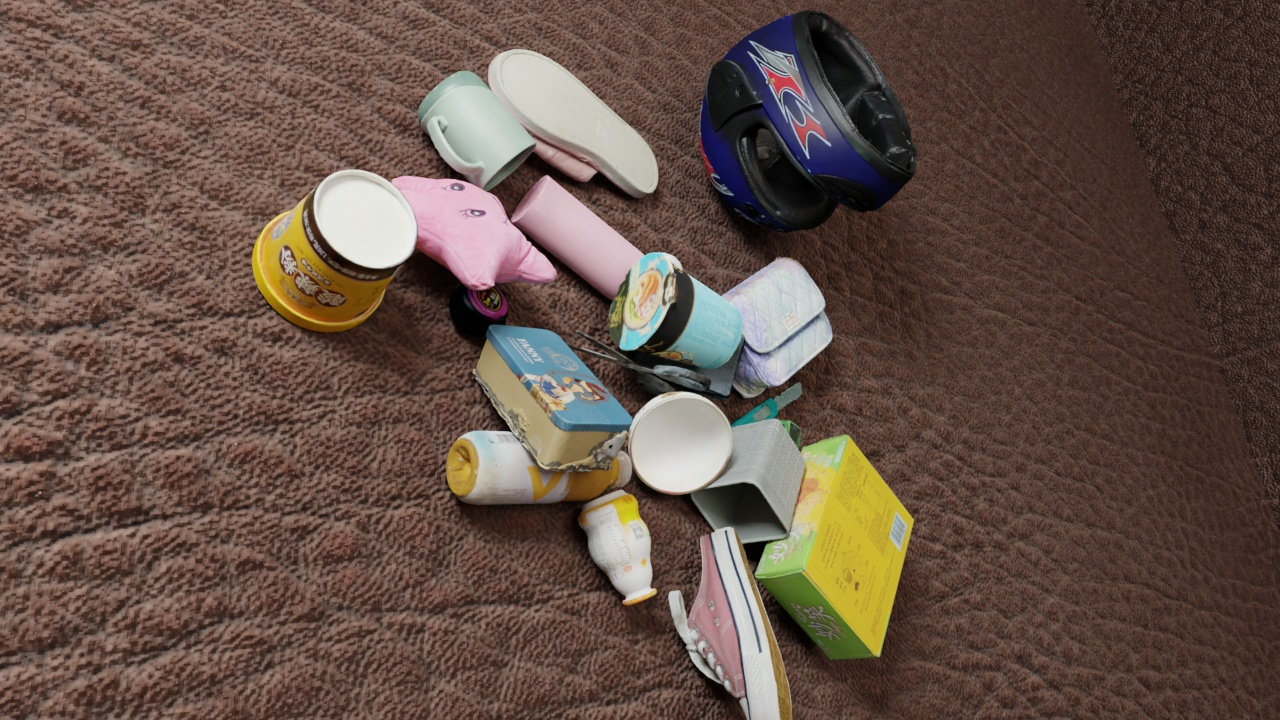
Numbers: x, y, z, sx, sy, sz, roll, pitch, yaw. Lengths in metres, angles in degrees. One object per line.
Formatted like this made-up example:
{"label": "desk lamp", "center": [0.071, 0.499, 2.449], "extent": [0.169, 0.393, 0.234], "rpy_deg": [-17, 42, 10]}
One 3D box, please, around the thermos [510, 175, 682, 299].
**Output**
{"label": "thermos", "center": [-0.042, -0.127, 1.031], "extent": [0.198, 0.087, 0.067], "rpy_deg": [37, 30, -21]}

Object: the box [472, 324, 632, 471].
{"label": "box", "center": [-0.090, 0.031, 0.878], "extent": [0.089, 0.060, 0.184], "rpy_deg": [3, 33, -42]}

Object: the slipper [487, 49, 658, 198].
{"label": "slipper", "center": [-0.080, -0.271, 1.089], "extent": [0.274, 0.055, 0.114], "rpy_deg": [23, 58, -45]}

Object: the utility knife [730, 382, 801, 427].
{"label": "utility knife", "center": [0.149, 0.069, 1.153], "extent": [0.216, 0.013, 0.029], "rpy_deg": [-29, 95, -45]}

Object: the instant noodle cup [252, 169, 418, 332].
{"label": "instant noodle cup", "center": [-0.261, -0.099, 0.803], "extent": [0.118, 0.115, 0.118], "rpy_deg": [19, 58, -35]}

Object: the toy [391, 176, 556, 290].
{"label": "toy", "center": [-0.176, -0.125, 0.889], "extent": [0.178, 0.075, 0.194], "rpy_deg": [9, 31, -41]}

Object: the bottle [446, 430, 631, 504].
{"label": "bottle", "center": [-0.091, 0.104, 0.885], "extent": [0.189, 0.068, 0.068], "rpy_deg": [6, 66, -40]}

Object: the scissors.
{"label": "scissors", "center": [-0.006, 0.007, 0.988], "extent": [0.181, 0.160, 0.014], "rpy_deg": [39, 63, -54]}

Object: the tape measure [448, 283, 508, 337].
{"label": "tape measure", "center": [-0.163, -0.052, 0.920], "extent": [0.057, 0.039, 0.057], "rpy_deg": [25, 45, -38]}

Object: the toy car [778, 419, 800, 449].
{"label": "toy car", "center": [0.174, 0.116, 1.139], "extent": [0.043, 0.036, 0.091], "rpy_deg": [36, 53, -25]}

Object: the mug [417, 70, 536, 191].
{"label": "mug", "center": [-0.180, -0.237, 0.960], "extent": [0.106, 0.082, 0.111], "rpy_deg": [49, 35, -8]}

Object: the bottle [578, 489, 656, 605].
{"label": "bottle", "center": [-0.019, 0.186, 0.911], "extent": [0.063, 0.063, 0.108], "rpy_deg": [-13, 79, -44]}

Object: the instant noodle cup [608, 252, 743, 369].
{"label": "instant noodle cup", "center": [0.045, -0.044, 1.003], "extent": [0.120, 0.111, 0.111], "rpy_deg": [23, 56, -32]}

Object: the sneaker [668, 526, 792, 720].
{"label": "sneaker", "center": [0.089, 0.286, 0.941], "extent": [0.118, 0.088, 0.240], "rpy_deg": [60, 12, -48]}

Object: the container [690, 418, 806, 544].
{"label": "container", "center": [0.128, 0.134, 1.044], "extent": [0.090, 0.090, 0.114], "rpy_deg": [56, 40, -24]}

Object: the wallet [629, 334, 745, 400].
{"label": "wallet", "center": [0.057, -0.010, 1.069], "extent": [0.121, 0.019, 0.097], "rpy_deg": [17, 54, 3]}

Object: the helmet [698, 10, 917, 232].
{"label": "helmet", "center": [0.201, -0.288, 1.207], "extent": [0.247, 0.241, 0.314], "rpy_deg": [19, 47, -34]}

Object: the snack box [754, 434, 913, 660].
{"label": "snack box", "center": [0.230, 0.214, 1.065], "extent": [0.157, 0.070, 0.209], "rpy_deg": [50, 45, -19]}

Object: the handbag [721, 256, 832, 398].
{"label": "handbag", "center": [0.168, -0.046, 1.184], "extent": [0.193, 0.076, 0.134], "rpy_deg": [-36, 94, -46]}

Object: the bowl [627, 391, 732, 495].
{"label": "bowl", "center": [0.037, 0.083, 1.001], "extent": [0.113, 0.113, 0.062], "rpy_deg": [38, 6, -21]}
